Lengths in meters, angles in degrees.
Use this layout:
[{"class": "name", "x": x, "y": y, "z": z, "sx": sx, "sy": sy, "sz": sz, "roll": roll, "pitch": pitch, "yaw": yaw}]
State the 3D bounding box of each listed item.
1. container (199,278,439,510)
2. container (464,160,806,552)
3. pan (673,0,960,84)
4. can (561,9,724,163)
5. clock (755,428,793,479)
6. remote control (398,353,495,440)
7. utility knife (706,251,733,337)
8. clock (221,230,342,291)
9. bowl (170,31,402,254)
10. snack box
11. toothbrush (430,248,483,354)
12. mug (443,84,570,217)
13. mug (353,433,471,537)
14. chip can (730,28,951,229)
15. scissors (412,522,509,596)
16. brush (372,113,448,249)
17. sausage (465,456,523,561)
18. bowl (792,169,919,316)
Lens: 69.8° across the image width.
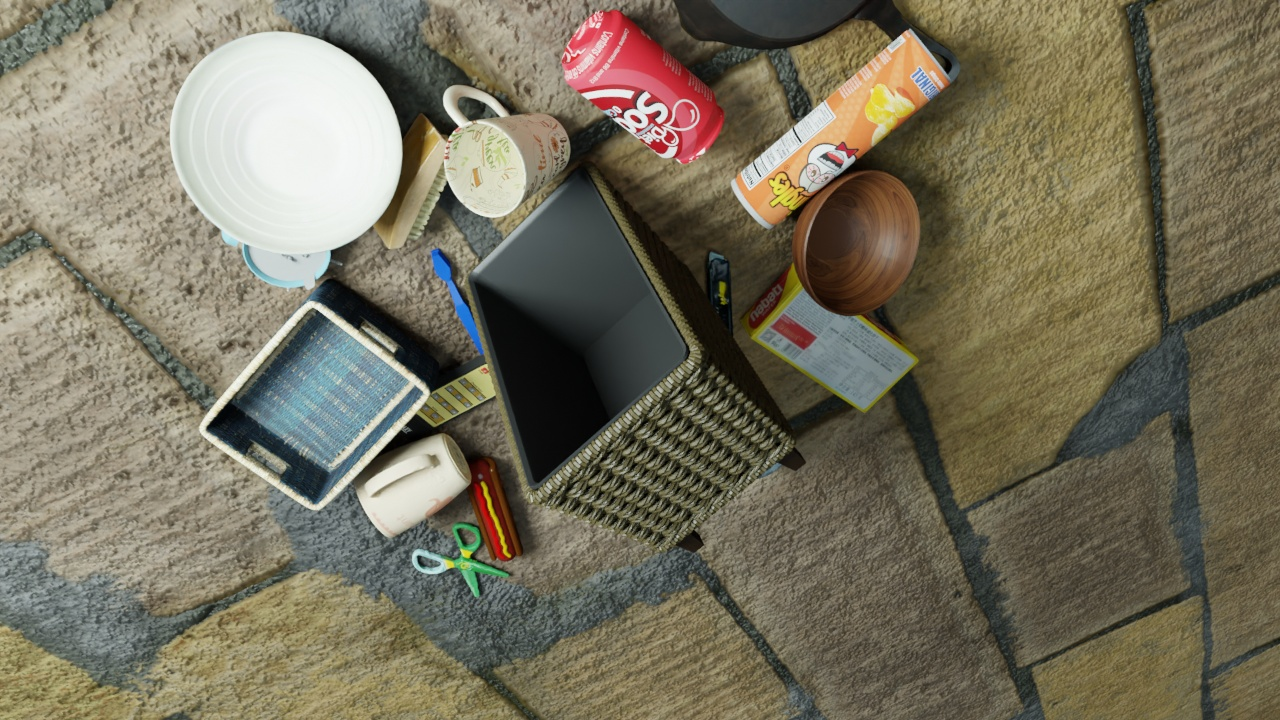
[{"class": "container", "x": -0.310, "y": 0.034, "z": 0.898, "sx": 0.145, "sy": 0.071, "sz": 0.188, "roll": 41, "pitch": 106, "yaw": -19}, {"class": "container", "x": -0.005, "y": 0.004, "z": 0.835, "sx": 0.177, "sy": 0.320, "sz": 0.205, "roll": -42, "pitch": 130, "yaw": 13}, {"class": "pan", "x": 0.174, "y": -0.347, "z": 0.807, "sx": 0.355, "sy": 0.043, "sz": 0.249, "roll": 29, "pitch": 111, "yaw": -29}, {"class": "can", "x": 0.003, "y": -0.241, "z": 0.813, "sx": 0.142, "sy": 0.074, "sz": 0.074, "roll": 32, "pitch": 110, "yaw": -30}, {"class": "clock", "x": 0.117, "y": 0.089, "z": 1.078, "sx": 0.124, "sy": 0.051, "sz": 0.089, "roll": 18, "pitch": 118, "yaw": -24}, {"class": "remote control", "x": -0.203, "y": 0.039, "z": 0.967, "sx": 0.133, "sy": 0.013, "sz": 0.058, "roll": -28, "pitch": 142, "yaw": 9}, {"class": "utility knife", "x": 0.087, "y": -0.044, "z": 1.002, "sx": 0.028, "sy": 0.020, "sz": 0.171, "roll": -13, "pitch": 124, "yaw": -9}, {"class": "clock", "x": -0.329, "y": -0.119, "z": 0.825, "sx": 0.087, "sy": 0.042, "sz": 0.123, "roll": -26, "pitch": 127, "yaw": 2}, {"class": "bowl", "x": -0.291, "y": -0.178, "z": 0.768, "sx": 0.176, "sy": 0.058, "sz": 0.177, "roll": -3, "pitch": 99, "yaw": -17}, {"class": "snack box", "x": 0.216, "y": -0.023, "z": 1.036, "sx": 0.200, "sy": 0.042, "sz": 0.092, "roll": 31, "pitch": 111, "yaw": -29}, {"class": "toothbrush", "x": -0.174, "y": -0.033, "z": 0.942, "sx": 0.016, "sy": 0.011, "sz": 0.187, "roll": -20, "pitch": 126, "yaw": -1}, {"class": "mug", "x": -0.124, "y": -0.192, "z": 0.802, "sx": 0.122, "sy": 0.097, "sz": 0.081, "roll": 46, "pitch": 126, "yaw": 0}, {"class": "mug", "x": -0.243, "y": 0.126, "z": 0.975, "sx": 0.104, "sy": 0.085, "sz": 0.111, "roll": -28, "pitch": 166, "yaw": -1}, {"class": "chip can", "x": 0.185, "y": -0.214, "z": 0.866, "sx": 0.211, "sy": 0.062, "sz": 0.062, "roll": -38, "pitch": 125, "yaw": 23}, {"class": "scissors", "x": -0.222, "y": 0.249, "z": 1.117, "sx": 0.119, "sy": 0.012, "sz": 0.129, "roll": -13, "pitch": 124, "yaw": -5}, {"class": "brush", "x": -0.204, "y": -0.159, "z": 0.829, "sx": 0.039, "sy": 0.049, "sz": 0.117, "roll": 9, "pitch": 121, "yaw": -47}, {"class": "sausage", "x": -0.171, "y": 0.176, "z": 1.065, "sx": 0.040, "sy": 0.040, "sz": 0.156, "roll": -14, "pitch": 125, "yaw": -6}, {"class": "bowl", "x": 0.207, "y": -0.125, "z": 0.942, "sx": 0.147, "sy": 0.069, "sz": 0.147, "roll": -10, "pitch": 112, "yaw": -25}]
